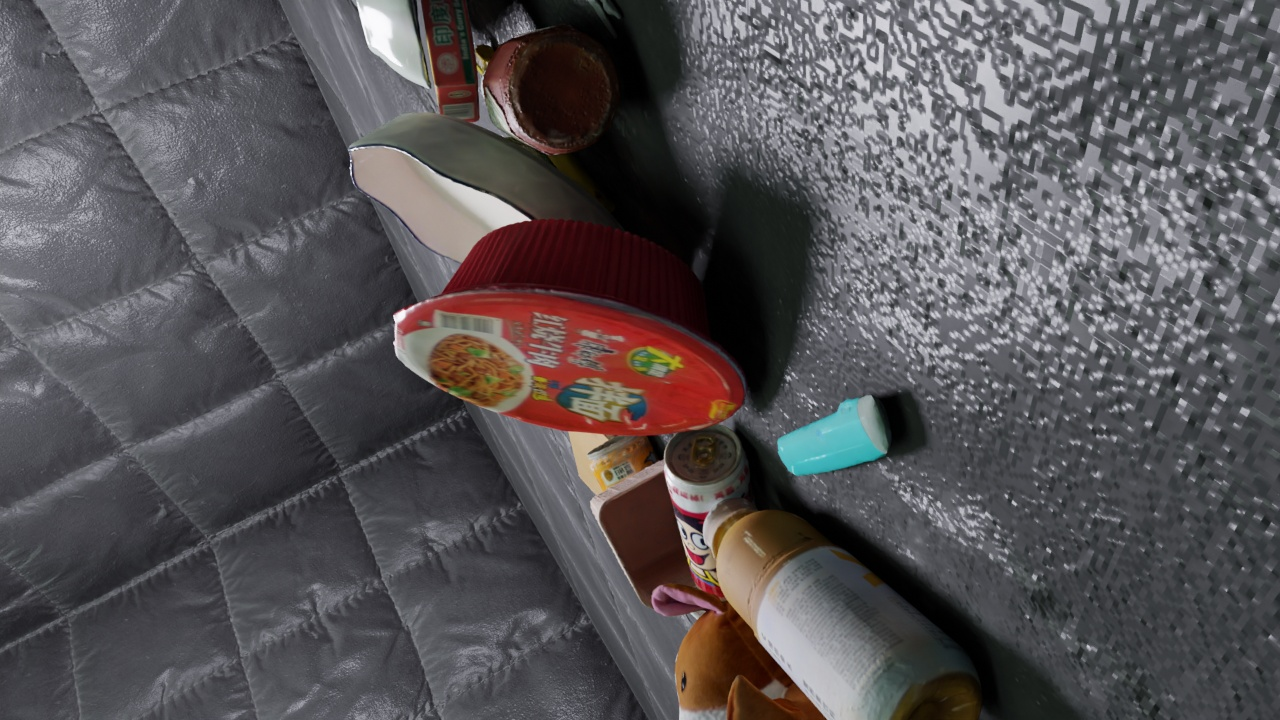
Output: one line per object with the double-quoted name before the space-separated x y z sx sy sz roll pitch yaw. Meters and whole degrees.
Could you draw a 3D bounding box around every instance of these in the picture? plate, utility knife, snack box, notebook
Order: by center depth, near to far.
"utility knife" 0.089 0.038 0.435 0.029 0.012 0.151 63 169 7
"snack box" -0.121 -0.230 0.553 0.077 0.027 0.156 173 88 -81
"plate" -0.088 -0.088 0.592 0.205 0.045 0.205 27 169 6
"plate" -0.167 -0.260 0.600 0.265 0.034 0.162 -124 27 -68
"notebook" -0.028 0.124 0.965 0.149 0.012 0.212 43 159 25

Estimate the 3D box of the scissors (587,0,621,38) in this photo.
"scissors" -0.058 -0.226 0.466 0.174 0.012 0.125 65 164 -14

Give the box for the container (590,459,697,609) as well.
"container" 0.015 0.130 0.725 0.090 0.090 0.111 62 170 -1

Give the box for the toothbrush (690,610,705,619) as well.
"toothbrush" 0.087 0.234 0.721 0.180 0.016 0.016 42 168 14

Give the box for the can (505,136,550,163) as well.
"can" -0.102 -0.122 0.725 0.058 0.058 0.147 61 167 3

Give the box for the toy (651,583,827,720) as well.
"toy" 0.081 0.211 0.528 0.199 0.130 0.140 38 156 51

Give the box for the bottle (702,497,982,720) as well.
"bottle" 0.092 0.130 0.481 0.189 0.068 0.068 39 153 59

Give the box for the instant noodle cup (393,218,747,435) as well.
"instant noodle cup" -0.035 -0.019 0.508 0.194 0.194 0.065 99 179 -68

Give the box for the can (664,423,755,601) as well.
"can" 0.051 0.103 0.609 0.053 0.053 0.133 49 161 44

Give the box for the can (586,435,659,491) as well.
"can" 0.009 0.136 0.815 0.146 0.058 0.058 63 167 -2

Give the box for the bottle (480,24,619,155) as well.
"bottle" -0.063 -0.155 0.522 0.060 0.059 0.206 68 172 -22

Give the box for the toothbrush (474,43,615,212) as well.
"toothbrush" -0.070 -0.161 0.623 0.190 0.015 0.017 54 158 32
